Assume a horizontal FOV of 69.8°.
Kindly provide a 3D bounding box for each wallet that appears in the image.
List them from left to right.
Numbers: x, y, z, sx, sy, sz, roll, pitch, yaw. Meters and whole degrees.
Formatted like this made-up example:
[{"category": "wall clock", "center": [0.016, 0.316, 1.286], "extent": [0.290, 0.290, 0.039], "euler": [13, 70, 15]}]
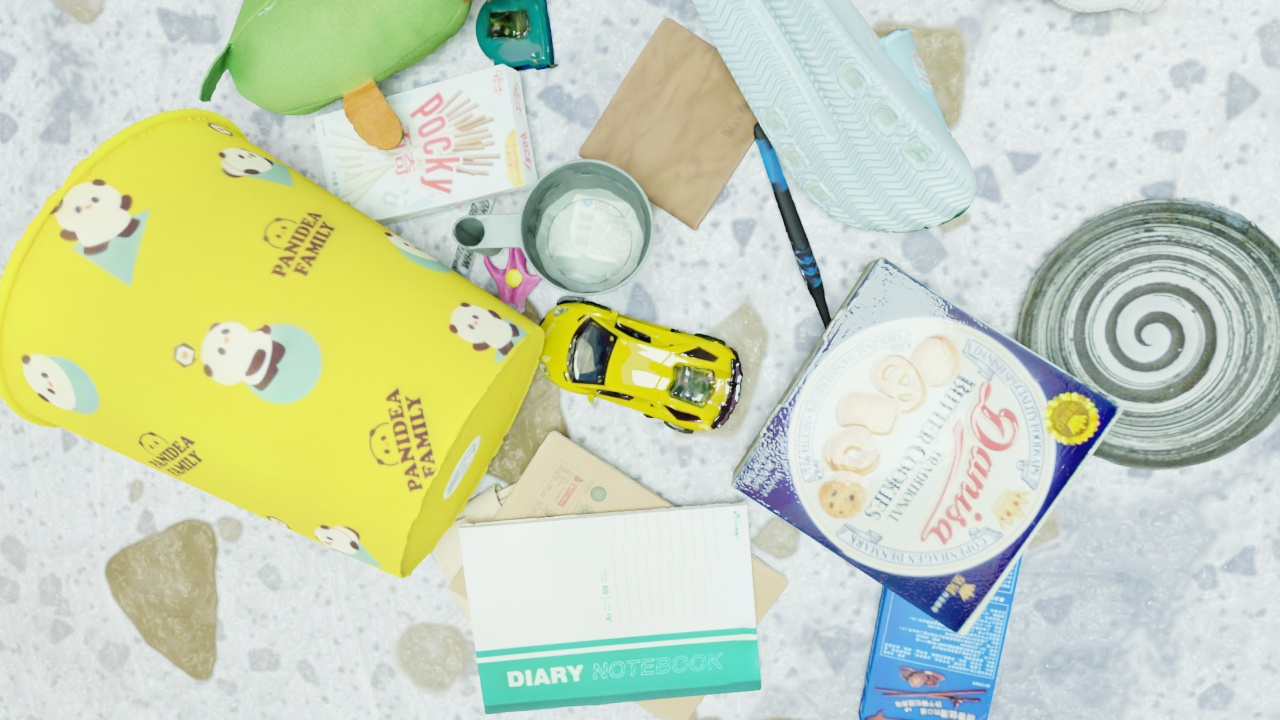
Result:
[{"category": "wallet", "center": [-0.100, 0.137, 0.694], "extent": [0.115, 0.024, 0.087], "euler": [-26, 91, 11]}, {"category": "wallet", "center": [0.028, -0.166, 0.642], "extent": [0.101, 0.020, 0.115], "euler": [33, 98, 2]}]

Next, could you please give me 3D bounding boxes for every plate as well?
[{"category": "plate", "center": [0.342, -0.017, 0.609], "extent": [0.179, 0.024, 0.179], "euler": [1, 98, 9]}]

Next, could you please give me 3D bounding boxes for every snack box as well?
[{"category": "snack box", "center": [-0.154, -0.149, 0.656], "extent": [0.157, 0.026, 0.084], "euler": [-10, 92, 18]}, {"category": "snack box", "center": [0.184, 0.054, 0.607], "extent": [0.182, 0.045, 0.178], "euler": [33, 98, 8]}, {"category": "snack box", "center": [0.211, 0.194, 0.651], "extent": [0.084, 0.026, 0.157], "euler": [10, 98, 9]}]

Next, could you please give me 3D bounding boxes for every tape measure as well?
[{"category": "tape measure", "center": [-0.089, -0.232, 0.648], "extent": [0.054, 0.025, 0.058], "euler": [-6, 95, 8]}]

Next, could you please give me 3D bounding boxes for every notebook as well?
[{"category": "notebook", "center": [-0.021, 0.182, 0.671], "extent": [0.209, 0.012, 0.150], "euler": [-6, 101, 2]}, {"category": "notebook", "center": [-0.017, 0.165, 0.678], "extent": [0.207, 0.008, 0.148], "euler": [33, 100, -5]}]

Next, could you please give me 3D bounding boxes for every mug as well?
[{"category": "mug", "center": [-0.055, -0.083, 0.611], "extent": [0.124, 0.103, 0.083], "euler": [-1, 93, -1]}]

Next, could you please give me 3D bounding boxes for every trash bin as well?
[{"category": "trash bin", "center": [-0.217, 0.000, 0.596], "extent": [0.255, 0.229, 0.230], "euler": [28, 100, 2]}]

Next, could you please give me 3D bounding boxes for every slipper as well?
[{"category": "slipper", "center": [0.123, -0.185, 0.588], "extent": [0.245, 0.074, 0.104], "euler": [51, 143, -12]}]

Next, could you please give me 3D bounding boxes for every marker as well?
[{"category": "marker", "center": [-0.125, -0.091, 0.674], "extent": [0.017, 0.017, 0.146], "euler": [22, 99, 6]}]

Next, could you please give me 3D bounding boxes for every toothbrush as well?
[{"category": "toothbrush", "center": [0.113, -0.074, 0.635], "extent": [0.014, 0.016, 0.189], "euler": [-20, 97, 6]}]

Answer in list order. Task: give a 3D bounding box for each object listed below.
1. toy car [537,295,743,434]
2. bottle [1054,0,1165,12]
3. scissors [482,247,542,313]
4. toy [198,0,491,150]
[{"category": "toy car", "center": [-0.004, 0.004, 0.655], "extent": [0.156, 0.041, 0.071], "euler": [18, 99, 7]}, {"category": "bottle", "center": [0.278, -0.250, 0.570], "extent": [0.108, 0.063, 0.063], "euler": [4, 97, 8]}, {"category": "scissors", "center": [-0.094, -0.034, 0.675], "extent": [0.057, 0.017, 0.133], "euler": [6, 96, 1]}, {"category": "toy", "center": [-0.189, -0.246, 0.628], "extent": [0.247, 0.090, 0.226], "euler": [-22, 67, 18]}]
